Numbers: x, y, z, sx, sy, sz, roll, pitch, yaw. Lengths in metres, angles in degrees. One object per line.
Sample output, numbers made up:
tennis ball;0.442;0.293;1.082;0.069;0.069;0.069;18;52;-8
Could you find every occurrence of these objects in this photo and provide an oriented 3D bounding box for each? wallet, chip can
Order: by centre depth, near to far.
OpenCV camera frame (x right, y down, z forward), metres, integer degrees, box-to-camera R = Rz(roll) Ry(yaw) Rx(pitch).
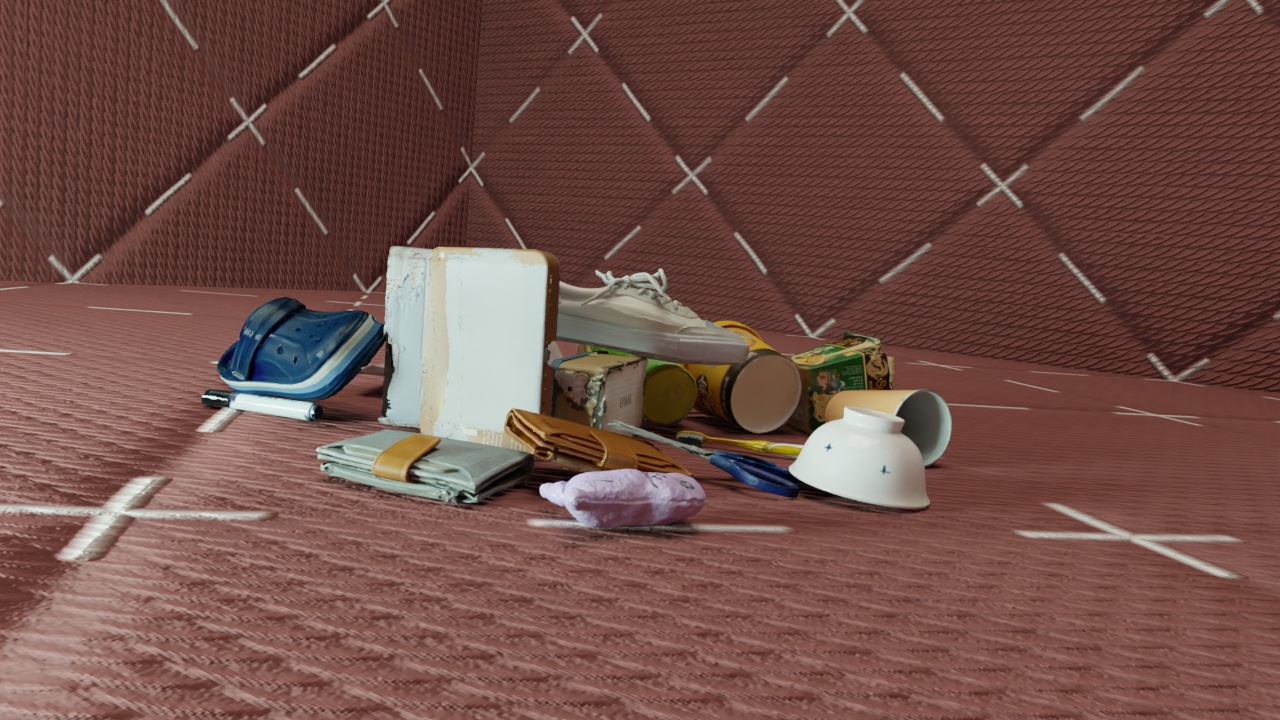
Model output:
wallet;-0.158;0.073;0.682;0.130;0.037;0.106;8;5;16
wallet;-0.035;0.071;0.731;0.131;0.031;0.108;16;2;-22
chip can;-0.007;0.006;1.106;0.072;0.073;0.221;3;18;-22

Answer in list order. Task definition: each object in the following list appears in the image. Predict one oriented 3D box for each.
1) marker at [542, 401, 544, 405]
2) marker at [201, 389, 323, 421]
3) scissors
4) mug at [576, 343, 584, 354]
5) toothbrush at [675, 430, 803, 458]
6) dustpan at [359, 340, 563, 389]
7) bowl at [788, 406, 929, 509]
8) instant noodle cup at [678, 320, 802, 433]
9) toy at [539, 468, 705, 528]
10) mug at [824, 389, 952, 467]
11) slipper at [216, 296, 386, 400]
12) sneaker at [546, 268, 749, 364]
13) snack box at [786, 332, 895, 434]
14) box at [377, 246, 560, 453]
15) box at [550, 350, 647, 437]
marker;-0.161;0.044;1.056;0.124;0.018;0.015;6;11;-6
marker;-0.368;0.043;0.888;0.131;0.018;0.022;6;15;18
scissors;0.059;0.079;0.783;0.171;0.012;0.140;24;10;37
mug;-0.048;-0.020;1.352;0.084;0.103;0.124;7;6;13
toothbrush;0.127;0.087;0.901;0.191;0.016;0.018;6;17;16
dustpan;-0.181;0.029;1.144;0.273;0.139;0.222;-21;0;3
bowl;0.190;0.075;0.769;0.118;0.065;0.118;12;7;-2
instant noodle cup;0.119;0.024;1.064;0.118;0.118;0.114;2;15;-25
toy;-0.009;0.092;0.618;0.108;0.039;0.084;1;-2;-22
mug;0.254;0.064;0.962;0.078;0.078;0.123;2;2;-25
slipper;-0.352;-0.021;0.920;0.253;0.104;0.095;-4;-46;42
sneaker;-0.002;-0.051;0.965;0.242;0.090;0.089;10;-2;-2
snack box;0.226;0.034;1.089;0.105;0.118;0.117;-7;9;-15
box;-0.146;-0.018;0.888;0.227;0.180;0.156;6;4;27
box;-0.038;0.037;0.895;0.059;0.090;0.184;6;3;11
